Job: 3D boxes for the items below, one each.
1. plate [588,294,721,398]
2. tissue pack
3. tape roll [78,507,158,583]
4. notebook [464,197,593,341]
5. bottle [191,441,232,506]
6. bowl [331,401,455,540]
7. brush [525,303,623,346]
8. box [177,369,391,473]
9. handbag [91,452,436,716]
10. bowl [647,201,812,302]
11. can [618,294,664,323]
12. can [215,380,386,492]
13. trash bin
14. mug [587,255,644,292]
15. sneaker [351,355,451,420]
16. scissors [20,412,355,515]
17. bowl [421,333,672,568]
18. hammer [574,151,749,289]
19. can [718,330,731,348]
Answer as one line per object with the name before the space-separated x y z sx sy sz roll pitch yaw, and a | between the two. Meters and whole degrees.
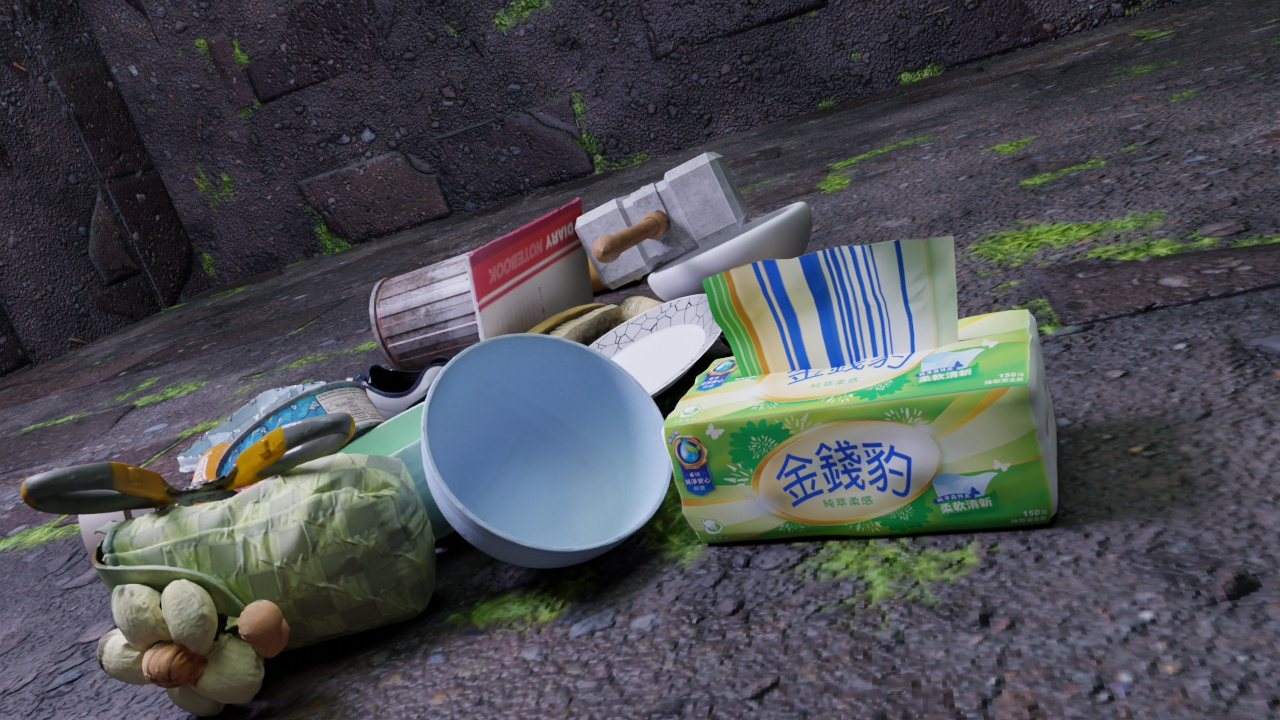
plate | -0.005 0.005 0.786 0.189 0.016 0.188 -28 21 11
tissue pack | 0.110 0.008 0.493 0.198 0.141 0.120 -11 18 21
tape roll | -0.383 0.135 0.689 0.030 0.094 0.094 -23 18 -14
notebook | -0.104 -0.066 0.933 0.012 0.153 0.208 6 26 25
bottle | -0.345 0.119 0.762 0.059 0.059 0.167 -22 21 -13
bowl | -0.153 0.080 0.636 0.151 0.077 0.150 -25 11 5
brush | -0.082 -0.004 0.876 0.043 0.059 0.194 8 31 38
box | -0.389 0.064 1.035 0.189 0.037 0.208 -7 19 8
handbag | -0.210 0.127 0.514 0.186 0.113 0.116 -18 24 -1
bowl | 0.099 -0.093 0.929 0.176 0.066 0.176 -26 7 3
can | 0.006 -0.045 0.944 0.038 0.038 0.079 -23 18 -16
can | -0.260 0.074 0.720 0.130 0.044 0.130 -38 -13 -10
trash bin | -0.183 -0.063 1.045 0.211 0.131 0.130 -14 17 18
mug | -0.052 -0.136 1.211 0.094 0.100 0.123 -14 -23 19
sneaker | -0.271 0.050 0.865 0.235 0.079 0.084 -15 18 12
scissors | -0.271 0.075 0.544 0.226 0.016 0.216 -27 -14 34
bowl | -0.063 0.064 0.555 0.150 0.150 0.075 -33 -19 -40
hammer | 0.002 -0.121 0.855 0.163 0.083 0.317 -24 8 16
can | 0.131 -0.045 0.786 0.116 0.056 0.092 -25 17 -21
